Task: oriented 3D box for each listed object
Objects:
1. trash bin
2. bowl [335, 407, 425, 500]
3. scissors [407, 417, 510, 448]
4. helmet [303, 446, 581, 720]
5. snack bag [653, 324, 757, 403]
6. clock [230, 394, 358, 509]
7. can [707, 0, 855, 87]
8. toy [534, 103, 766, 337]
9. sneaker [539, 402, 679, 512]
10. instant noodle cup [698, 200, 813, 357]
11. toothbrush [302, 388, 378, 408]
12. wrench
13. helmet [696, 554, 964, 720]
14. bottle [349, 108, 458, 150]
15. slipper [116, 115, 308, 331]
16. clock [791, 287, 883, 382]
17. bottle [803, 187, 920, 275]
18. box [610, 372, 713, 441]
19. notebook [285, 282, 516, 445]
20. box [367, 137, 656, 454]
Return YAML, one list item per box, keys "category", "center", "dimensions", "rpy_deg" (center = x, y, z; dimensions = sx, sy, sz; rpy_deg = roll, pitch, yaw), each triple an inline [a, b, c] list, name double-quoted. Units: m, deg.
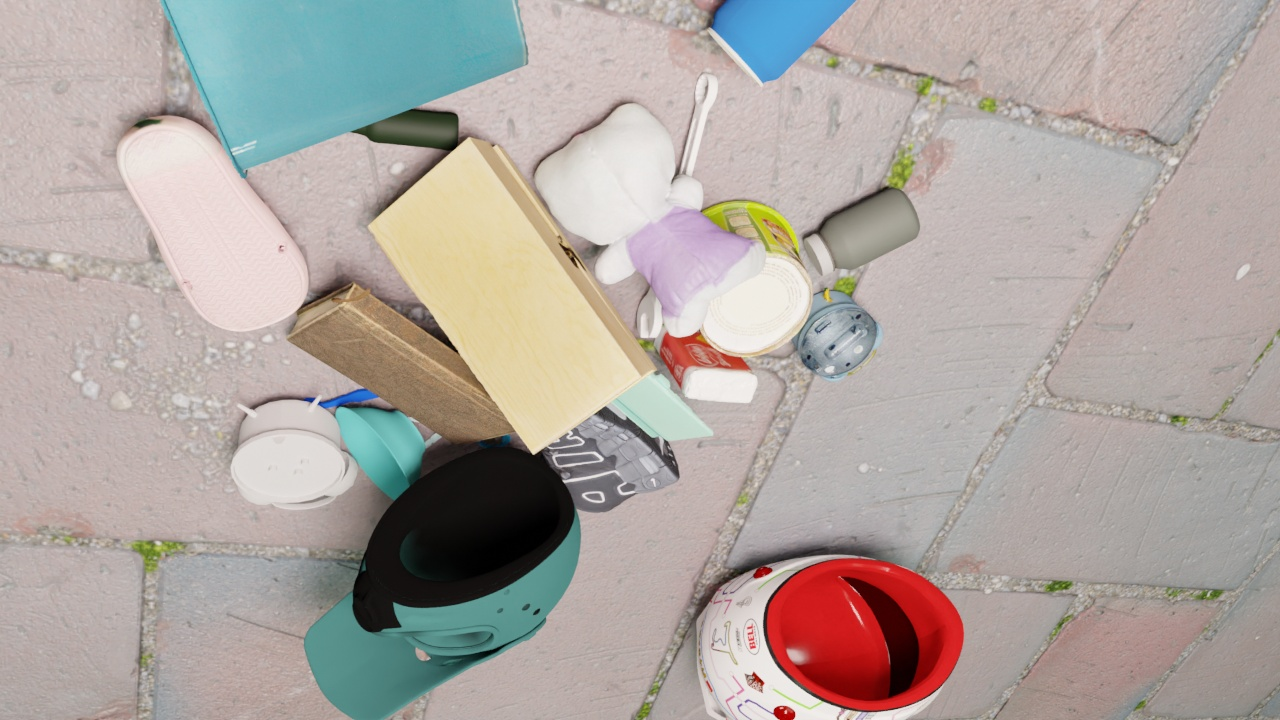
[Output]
- category: "trash bin"
  center: [-0.212, -0.270, 0.652]
  dimensions: [0.218, 0.196, 0.199]
  rpy_deg: [-18, 128, -11]
- category: "bowl"
  center: [-0.257, 0.086, 0.945]
  dimensions: [0.046, 0.121, 0.121]
  rpy_deg: [-39, 134, -32]
- category: "scissors"
  center: [-0.199, 0.060, 0.986]
  dimensions: [0.127, 0.014, 0.127]
  rpy_deg: [7, 124, -13]
- category: "helmet"
  center: [-0.185, 0.217, 0.904]
  dimensions: [0.273, 0.176, 0.201]
  rpy_deg: [-29, 154, -40]
- category: "snack bag"
  center: [0.067, 0.002, 0.956]
  dimensions: [0.077, 0.116, 0.036]
  rpy_deg: [5, 116, -19]
- category: "clock"
  center: [-0.353, 0.106, 0.934]
  dimensions: [0.120, 0.061, 0.159]
  rpy_deg: [-6, 136, -12]
- category: "can"
  center: [0.133, -0.311, 0.780]
  dimensions: [0.146, 0.079, 0.079]
  rpy_deg: [-43, 124, 15]
- category: "toy"
  center: [0.004, -0.126, 0.824]
  dimensions: [0.138, 0.085, 0.209]
  rpy_deg: [-42, 87, 5]
- category: "sneaker"
  center: [-0.084, 0.093, 0.992]
  dimensions: [0.151, 0.097, 0.252]
  rpy_deg: [-39, 130, 15]
- category: "instant noodle cup"
  center: [0.103, -0.076, 0.922]
  dimensions: [0.146, 0.097, 0.146]
  rpy_deg: [-7, 125, -11]
- category: "toothbrush"
  center: [-0.266, 0.031, 0.949]
  dimensions: [0.186, 0.011, 0.017]
  rpy_deg: [-12, 126, -11]
- category: "wrench"
  center: [0.034, -0.141, 0.892]
  dimensions: [0.009, 0.047, 0.274]
  rpy_deg: [1, 120, -23]
- category: "helmet"
  center: [0.226, 0.375, 1.186]
  dimensions: [0.314, 0.230, 0.237]
  rpy_deg: [0, 151, -11]
- category: "bottle"
  center: [-0.219, -0.202, 0.785]
  dimensions: [0.123, 0.033, 0.033]
  rpy_deg: [2, 123, -16]
- category: "slipper"
  center: [-0.362, -0.113, 0.792]
  dimensions: [0.106, 0.055, 0.222]
  rpy_deg: [-18, 136, -5]
- category: "clock"
  center: [0.219, -0.024, 1.020]
  dimensions: [0.089, 0.051, 0.124]
  rpy_deg: [-43, 125, 13]
- category: "bottle"
  center: [0.227, -0.130, 0.943]
  dimensions: [0.108, 0.060, 0.060]
  rpy_deg: [-26, 127, 3]
- category: "box"
  center: [-0.008, 0.007, 0.937]
  dimensions: [0.187, 0.113, 0.078]
  rpy_deg: [41, 60, -33]
- category: "notebook"
  center: [-0.207, 0.006, 0.853]
  dimensions: [0.215, 0.034, 0.191]
  rpy_deg: [37, 150, -27]
- category: "box"
  center: [-0.108, -0.056, 0.812]
  dimensions: [0.128, 0.091, 0.249]
  rpy_deg: [-37, 87, 19]
